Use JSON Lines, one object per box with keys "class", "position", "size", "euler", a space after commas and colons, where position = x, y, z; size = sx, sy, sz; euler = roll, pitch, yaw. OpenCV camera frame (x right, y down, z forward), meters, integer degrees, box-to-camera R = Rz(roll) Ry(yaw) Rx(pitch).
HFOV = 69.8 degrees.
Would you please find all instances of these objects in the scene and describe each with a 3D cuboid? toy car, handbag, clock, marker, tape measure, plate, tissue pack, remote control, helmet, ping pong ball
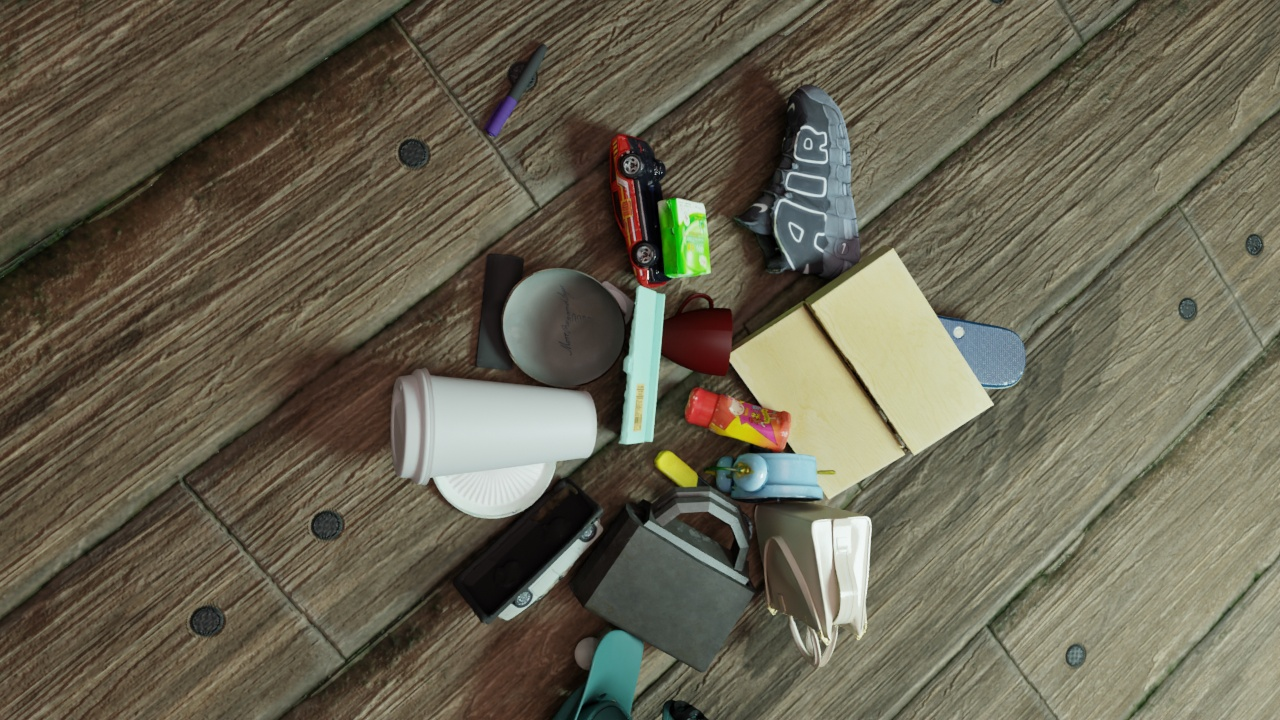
{"class": "toy car", "position": [0.003, -0.185, 1.142], "size": [0.056, 0.081, 0.189], "euler": [-10, 93, 25]}
{"class": "handbag", "position": [0.215, 0.284, 1.148], "size": [0.101, 0.195, 0.198], "euler": [-2, 88, -15]}
{"class": "toy car", "position": [-0.124, 0.242, 1.120], "size": [0.191, 0.094, 0.071], "euler": [-44, 132, -12]}
{"class": "clock", "position": [0.159, 0.151, 1.173], "size": [0.162, 0.118, 0.060], "euler": [6, 78, -22]}
{"class": "marker", "position": [-0.152, -0.333, 1.126], "size": [0.018, 0.015, 0.134], "euler": [28, 83, 14]}
{"class": "tape measure", "position": [-0.044, -0.063, 1.159], "size": [0.060, 0.020, 0.062], "euler": [45, 80, -7]}
{"class": "plate", "position": [-0.181, 0.115, 1.127], "size": [0.156, 0.014, 0.157], "euler": [0, 91, -16]}
{"class": "handbag", "position": [0.046, 0.247, 1.148], "size": [0.197, 0.102, 0.199], "euler": [33, 98, -14]}
{"class": "tissue pack", "position": [0.055, -0.154, 1.147], "size": [0.034, 0.113, 0.099], "euler": [-5, 93, 25]}
{"class": "remote control", "position": [-0.172, -0.059, 1.123], "size": [0.045, 0.021, 0.140], "euler": [6, 91, -15]}
{"class": "helmet", "position": [-0.026, 0.479, 1.085], "size": [0.176, 0.200, 0.275], "euler": [7, 106, -59]}
{"class": "ping pong ball", "position": [-0.063, 0.368, 1.152], "size": [0.040, 0.040, 0.040], "euler": [0, 91, -16]}

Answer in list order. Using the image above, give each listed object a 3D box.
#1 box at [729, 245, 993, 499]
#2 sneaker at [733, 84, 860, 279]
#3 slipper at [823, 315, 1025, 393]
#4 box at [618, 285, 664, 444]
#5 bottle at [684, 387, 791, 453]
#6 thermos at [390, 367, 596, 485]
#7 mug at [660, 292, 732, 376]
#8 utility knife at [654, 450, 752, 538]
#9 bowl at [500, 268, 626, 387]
{"class": "box", "position": [0.283, 0.021, 1.196], "size": [0.254, 0.068, 0.247], "euler": [-33, 100, 17]}
{"class": "sneaker", "position": [0.188, -0.221, 1.187], "size": [0.150, 0.097, 0.252], "euler": [-13, 100, -13]}
{"class": "slipper", "position": [0.377, -0.011, 1.258], "size": [0.295, 0.060, 0.118], "euler": [3, 90, -4]}
{"class": "box", "position": [0.001, 0.007, 1.117], "size": [0.052, 0.139, 0.187], "euler": [5, 90, -3]}
{"class": "bottle", "position": [0.124, 0.075, 1.177], "size": [0.134, 0.071, 0.048], "euler": [17, 112, 2]}
{"class": "thermos", "position": [-0.169, 0.076, 1.064], "size": [0.221, 0.132, 0.131], "euler": [1, 91, -23]}
{"class": "mug", "position": [0.067, -0.038, 1.169], "size": [0.088, 0.087, 0.113], "euler": [4, 62, -2]}
{"class": "utility knife", "position": [0.087, 0.177, 1.202], "size": [0.172, 0.020, 0.028], "euler": [41, 82, -12]}
{"class": "bowl", "position": [-0.089, -0.045, 1.116], "size": [0.151, 0.056, 0.151], "euler": [2, 106, 6]}
